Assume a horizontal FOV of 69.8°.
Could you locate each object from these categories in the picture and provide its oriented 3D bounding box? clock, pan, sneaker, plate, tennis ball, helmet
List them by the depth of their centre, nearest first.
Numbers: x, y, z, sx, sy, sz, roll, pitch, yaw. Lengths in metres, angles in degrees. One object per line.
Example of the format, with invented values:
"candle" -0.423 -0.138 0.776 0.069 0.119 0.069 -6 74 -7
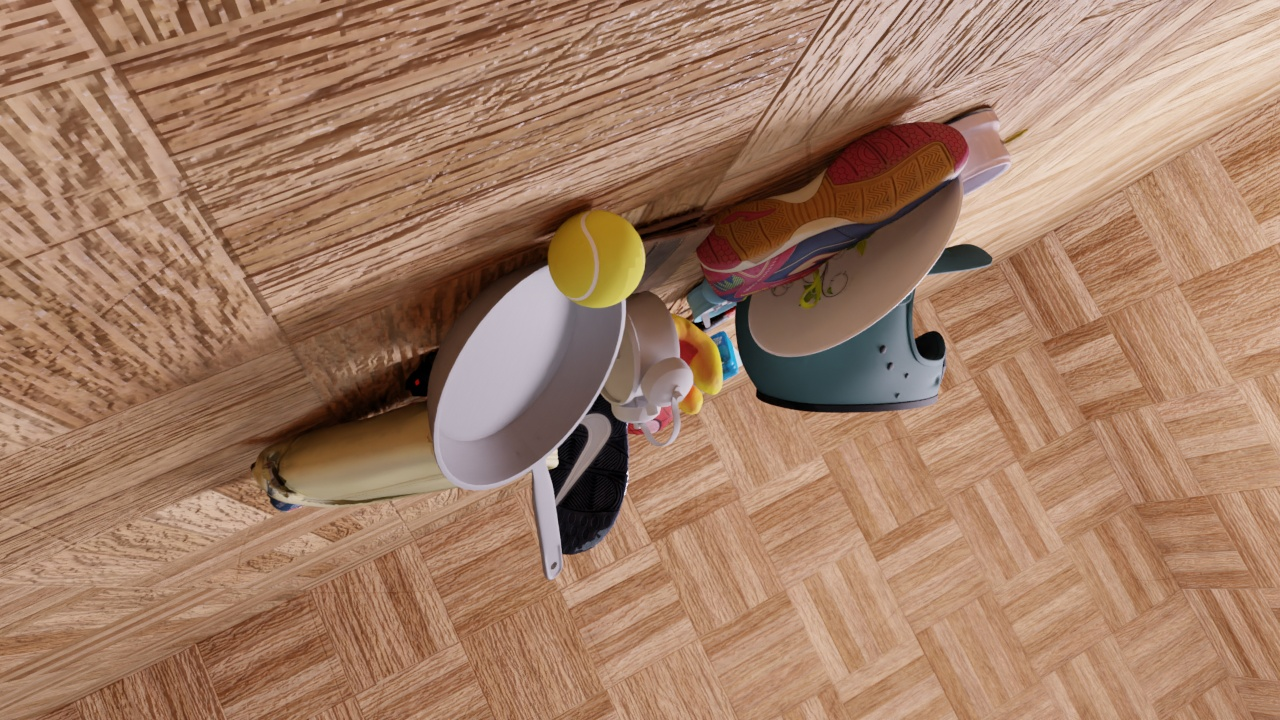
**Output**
"tennis ball" -0.030 -0.068 0.616 0.065 0.065 0.065 -26 172 -4
"pan" -0.089 0.064 0.751 0.200 0.051 0.357 -38 148 -35
"sneaker" 0.166 -0.125 0.795 0.242 0.116 0.091 -24 141 7
"plate" 0.194 -0.089 0.826 0.230 0.030 0.229 -39 -153 24
"clock" -0.005 0.005 0.859 0.061 0.159 0.120 -12 167 -27
"clock" 0.293 -0.187 0.915 0.158 0.059 0.117 -25 172 -3
"sneaker" -0.070 0.073 0.975 0.097 0.252 0.151 16 174 -18
"helmet" 0.235 -0.057 0.986 0.274 0.200 0.176 -1 -171 -21
"clock" 0.100 -0.080 1.056 0.087 0.042 0.123 -21 170 -37

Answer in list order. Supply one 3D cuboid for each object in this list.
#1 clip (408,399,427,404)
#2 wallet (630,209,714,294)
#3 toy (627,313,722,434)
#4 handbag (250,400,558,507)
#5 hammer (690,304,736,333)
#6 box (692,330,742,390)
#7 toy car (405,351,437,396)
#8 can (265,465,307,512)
"clip" -0.212 0.045 0.938 0.044 0.023 0.060 -38 168 38
"wallet" -0.005 -0.081 0.766 0.098 0.027 0.121 -19 169 -32
"toy" 0.009 0.021 1.155 0.217 0.147 0.098 -38 -165 51
"handbag" -0.205 0.075 0.831 0.233 0.088 0.190 -13 171 14
"hammer" 0.114 -0.066 1.234 0.327 0.036 0.140 -29 173 24
"box" 0.027 0.037 1.315 0.244 0.070 0.170 -28 178 13
"toy car" -0.160 0.008 0.803 0.091 0.036 0.042 -22 171 -31
"can" -0.316 0.110 0.907 0.059 0.054 0.099 -28 172 31
